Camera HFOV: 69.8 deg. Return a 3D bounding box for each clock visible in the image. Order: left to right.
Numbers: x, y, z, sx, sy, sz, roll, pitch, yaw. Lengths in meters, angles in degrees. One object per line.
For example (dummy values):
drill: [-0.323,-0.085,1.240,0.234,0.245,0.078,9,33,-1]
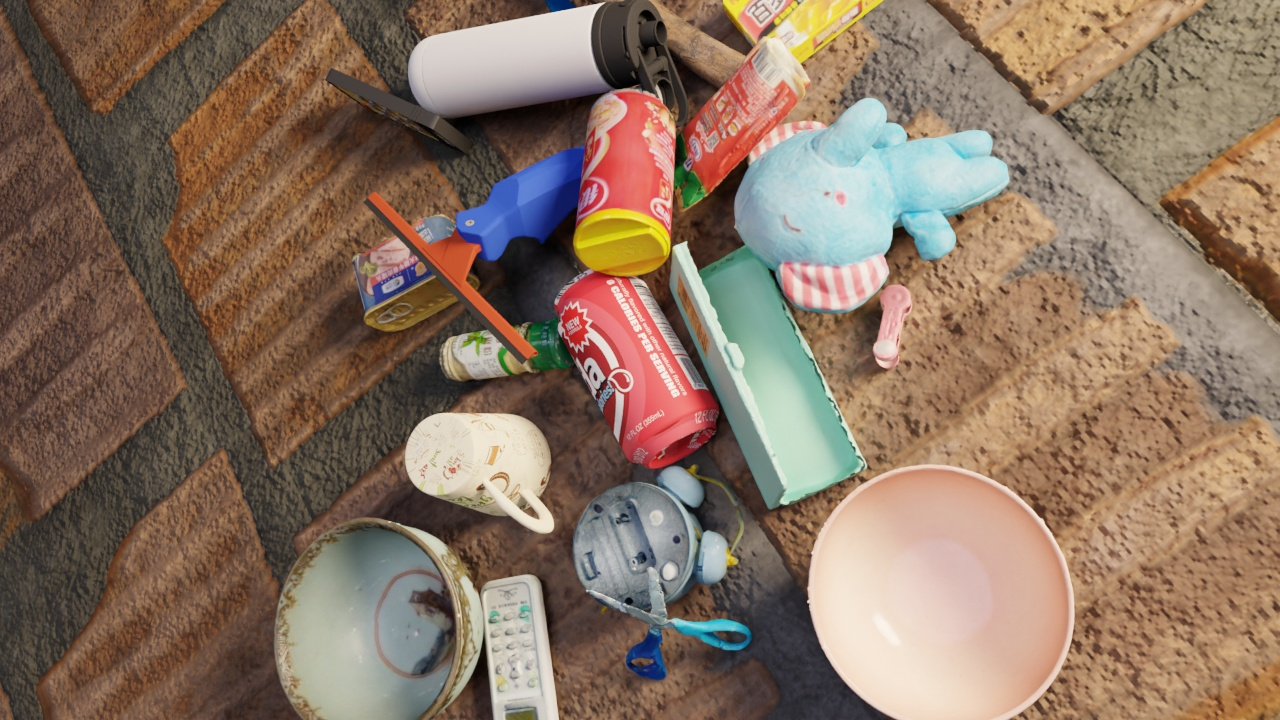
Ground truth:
clock: [0.013,0.127,0.650,0.125,0.051,0.088,-29,67,12]

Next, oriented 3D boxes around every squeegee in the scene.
squeegee: [-0.083,-0.120,0.705,0.184,0.055,0.249,-32,51,-20]

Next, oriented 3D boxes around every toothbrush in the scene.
toothbrush: [-0.050,-0.273,0.773,0.021,0.016,0.132,-31,70,0]

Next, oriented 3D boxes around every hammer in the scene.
hammer: [-0.037,-0.299,0.752,0.330,0.033,0.120,40,98,17]

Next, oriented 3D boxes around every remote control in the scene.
remote control: [-0.212,-0.218,0.803,0.133,0.058,0.013,28,90,25]
remote control: [-0.089,0.230,0.686,0.050,0.022,0.133,-14,75,18]

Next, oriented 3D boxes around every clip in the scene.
clip: [0.175,-0.021,0.637,0.023,0.044,0.060,9,55,20]

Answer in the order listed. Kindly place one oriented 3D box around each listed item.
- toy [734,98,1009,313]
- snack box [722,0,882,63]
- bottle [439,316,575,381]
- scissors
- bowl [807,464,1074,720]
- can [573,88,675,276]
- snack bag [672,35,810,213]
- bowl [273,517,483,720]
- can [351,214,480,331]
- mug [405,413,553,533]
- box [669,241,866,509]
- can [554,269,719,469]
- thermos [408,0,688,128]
toy: [0.149,-0.119,0.614,0.181,0.115,0.183,-17,48,13]
snack box: [0.144,-0.291,0.696,0.152,0.025,0.075,-36,69,11]
bottle: [-0.106,-0.007,0.730,0.110,0.042,0.042,-7,77,21]
scissors: [0.009,0.184,0.621,0.117,0.130,0.014,-43,31,31]
bowl: [0.184,0.143,0.568,0.153,0.076,0.153,-4,79,20]
can: [-0.010,-0.127,0.658,0.067,0.067,0.124,-8,57,20]
snack bag: [0.054,-0.166,0.680,0.155,0.044,0.087,-41,41,30]
bowl: [-0.180,0.199,0.689,0.160,0.094,0.159,-4,78,21]
can: [-0.190,-0.073,0.769,0.100,0.054,0.059,-26,70,14]
mug: [-0.111,0.088,0.682,0.122,0.097,0.081,43,96,23]
box: [0.076,0.004,0.630,0.077,0.091,0.188,-27,71,15]
can: [-0.004,0.004,0.669,0.074,0.074,0.142,-34,70,12]
thermos: [-0.078,-0.226,0.740,0.230,0.068,0.101,2,122,31]
